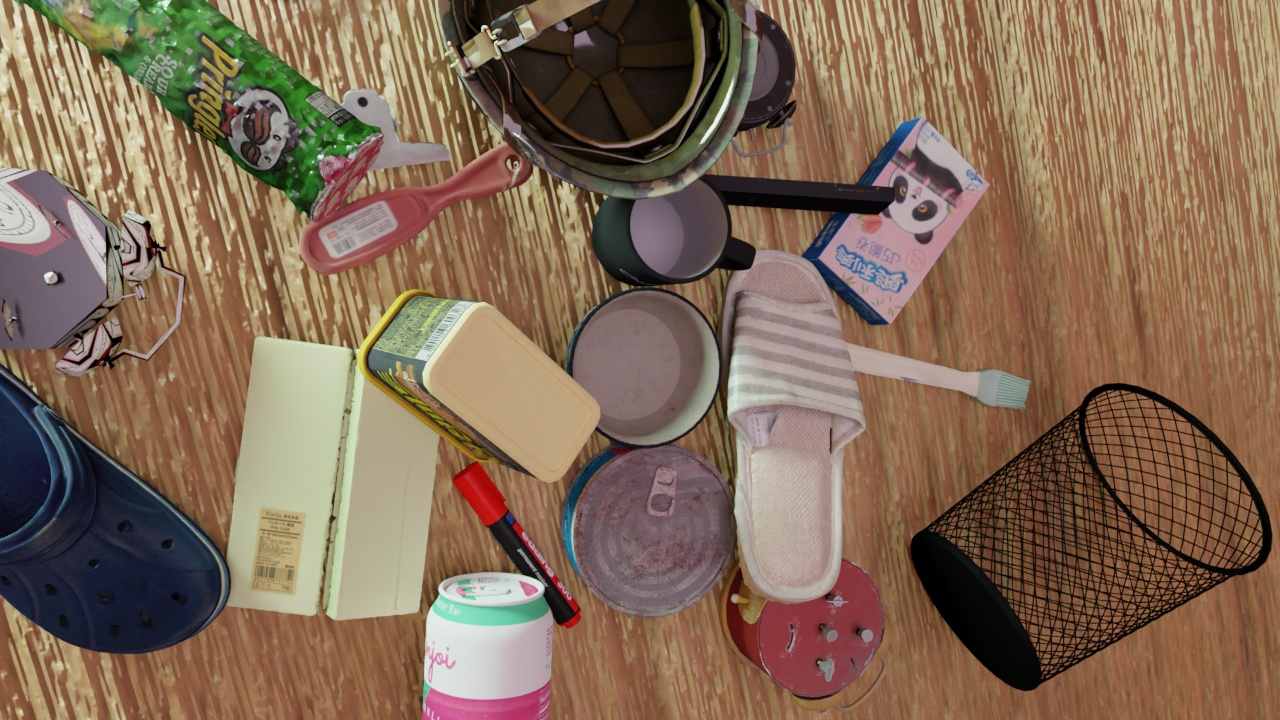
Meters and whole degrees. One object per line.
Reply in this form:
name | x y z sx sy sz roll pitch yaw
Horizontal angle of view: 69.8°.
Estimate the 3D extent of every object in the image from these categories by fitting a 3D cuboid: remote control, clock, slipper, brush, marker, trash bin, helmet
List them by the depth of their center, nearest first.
slipper | -0.369 0.091 0.552 0.105 0.095 0.253 -46 102 -13
clock | -0.360 -0.053 0.558 0.154 0.065 0.114 23 86 -17
helmet | -0.022 -0.211 0.567 0.192 0.236 0.224 -26 86 0
brush | -0.154 -0.107 0.642 0.172 0.030 0.041 -28 100 -15
marker | -0.089 0.139 0.684 0.023 0.021 0.145 -43 106 -35
slipper | 0.113 0.044 0.696 0.114 0.054 0.272 3 76 -21
clock | 0.072 -0.216 0.702 0.091 0.044 0.123 -16 98 -17
remote control | 0.118 -0.128 0.709 0.150 0.034 0.013 3 82 -4
clock | 0.143 0.216 0.733 0.117 0.081 0.159 -42 105 -12
trash bin | 0.353 0.151 0.754 0.210 0.184 0.184 -30 102 -9
brush | 0.245 0.011 0.792 0.217 0.012 0.033 11 90 -17

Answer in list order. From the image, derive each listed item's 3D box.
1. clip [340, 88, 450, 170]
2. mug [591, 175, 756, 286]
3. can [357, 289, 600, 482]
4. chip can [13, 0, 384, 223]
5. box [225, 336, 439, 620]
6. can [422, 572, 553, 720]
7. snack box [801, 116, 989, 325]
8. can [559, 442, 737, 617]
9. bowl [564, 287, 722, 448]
clip | -0.185 -0.157 0.630 0.101 0.041 0.054 -9 104 -8
mug | 0.029 -0.089 0.673 0.113 0.088 0.078 16 88 -19
can | -0.105 0.017 0.608 0.131 0.101 0.072 45 70 -33
chip can | -0.270 -0.181 0.564 0.223 0.075 0.075 37 82 -10
box | -0.207 0.082 0.631 0.140 0.048 0.187 9 90 -16
can | -0.108 0.241 0.647 0.088 0.088 0.166 2 93 -19
snack box | 0.212 -0.115 0.761 0.088 0.033 0.154 39 81 -15
can | 0.006 0.126 0.701 0.129 0.044 0.130 -1 94 -18
bowl | -0.004 0.004 0.683 0.115 0.059 0.115 -1 94 -18
